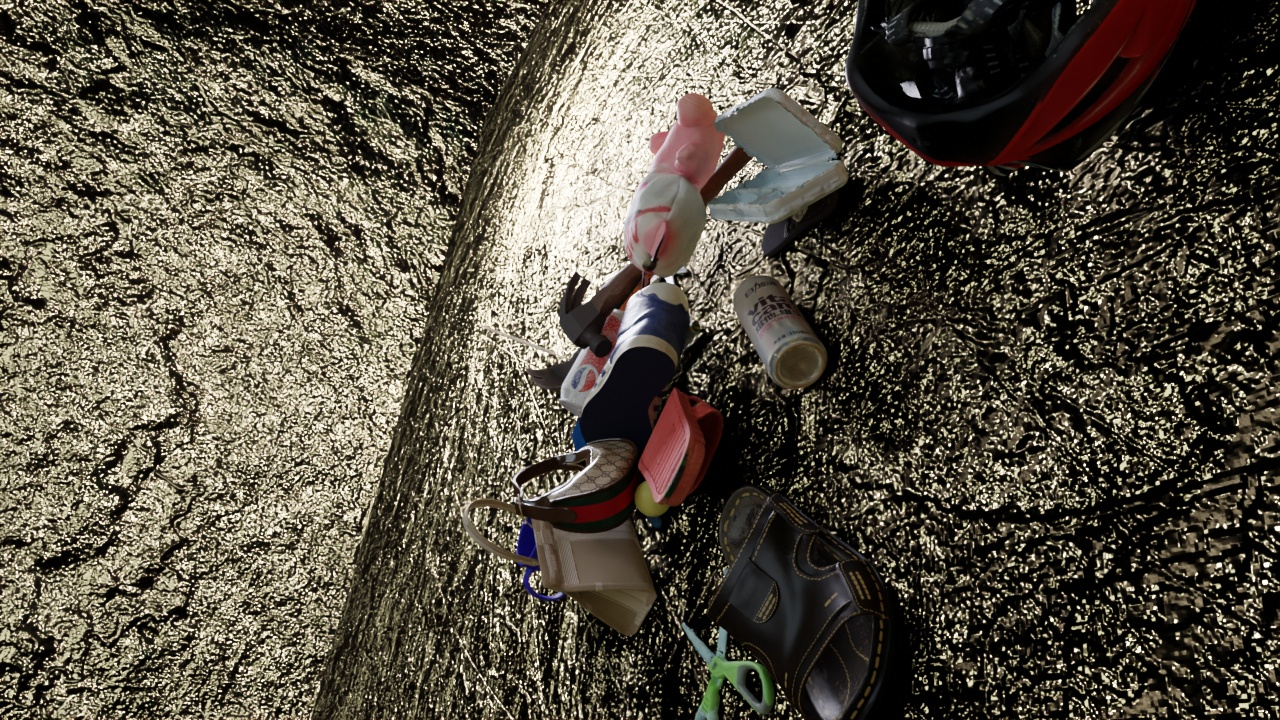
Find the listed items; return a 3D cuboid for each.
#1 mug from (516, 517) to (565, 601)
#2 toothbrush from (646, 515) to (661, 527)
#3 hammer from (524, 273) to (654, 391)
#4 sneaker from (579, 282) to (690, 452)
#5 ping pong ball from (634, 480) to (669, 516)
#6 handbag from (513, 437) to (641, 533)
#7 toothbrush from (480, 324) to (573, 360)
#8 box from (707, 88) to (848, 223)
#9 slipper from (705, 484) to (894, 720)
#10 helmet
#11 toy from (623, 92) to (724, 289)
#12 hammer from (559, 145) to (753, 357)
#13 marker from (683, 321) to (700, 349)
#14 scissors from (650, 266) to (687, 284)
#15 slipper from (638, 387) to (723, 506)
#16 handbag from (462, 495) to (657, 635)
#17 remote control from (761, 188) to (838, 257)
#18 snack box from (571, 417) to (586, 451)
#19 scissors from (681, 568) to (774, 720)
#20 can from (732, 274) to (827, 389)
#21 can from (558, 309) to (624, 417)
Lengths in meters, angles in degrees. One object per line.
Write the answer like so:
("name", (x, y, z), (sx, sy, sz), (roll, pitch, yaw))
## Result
("mug", (-0.103, 0.239, 1.126), (0.079, 0.083, 0.111), (-16, 56, 65))
("toothbrush", (-0.006, 0.153, 1.067), (0.016, 0.014, 0.166), (-66, 22, 9))
("hammer", (-0.040, -0.071, 1.225), (0.035, 0.137, 0.315), (52, 123, 21))
("sneaker", (-0.006, 0.006, 1.071), (0.234, 0.091, 0.118), (110, 174, -53))
("ping pong ball", (0.013, 0.148, 0.986), (0.040, 0.040, 0.040), (-51, 27, 40))
("handbag", (-0.073, 0.139, 1.017), (0.166, 0.138, 0.063), (-57, -39, -67))
("toothbrush", (-0.153, -0.024, 1.357), (0.010, 0.181, 0.010), (-58, 28, 19))
("box", (0.117, -0.215, 0.917), (0.106, 0.124, 0.215), (-27, 15, -8))
("slipper", (0.104, 0.170, 0.693), (0.113, 0.075, 0.267), (-65, 21, 13))
("helmet", (0.251, -0.252, 0.589), (0.218, 0.166, 0.272), (14, 91, 55))
("toy", (0.036, -0.187, 1.047), (0.142, 0.084, 0.212), (144, 145, -66))
("hammer", (0.022, -0.144, 1.121), (0.323, 0.033, 0.115), (-46, 49, 10))
("marker", (0.029, 0.001, 1.116), (0.147, 0.017, 0.017), (-51, 28, 41))
("scissors", (0.026, -0.138, 1.257), (0.180, 0.015, 0.187), (-35, 40, 54))
("slipper", (0.046, 0.091, 0.932), (0.248, 0.059, 0.103), (-119, 53, -82))
("handbag", (-0.096, 0.195, 0.991), (0.062, 0.197, 0.175), (-63, 22, 17))
("remote control", (0.161, -0.146, 0.939), (0.125, 0.009, 0.046), (-36, 39, 56))
("snack box", (-0.054, 0.103, 1.214), (0.082, 0.027, 0.150), (-63, 21, 17))
("scissors", (0.064, 0.267, 0.787), (0.171, 0.023, 0.167), (-162, 87, -71))
("can", (0.127, -0.028, 0.850), (0.054, 0.054, 0.135), (-60, 23, 23))
("can", (-0.043, 0.009, 1.167), (0.136, 0.078, 0.078), (-61, 19, -14))
